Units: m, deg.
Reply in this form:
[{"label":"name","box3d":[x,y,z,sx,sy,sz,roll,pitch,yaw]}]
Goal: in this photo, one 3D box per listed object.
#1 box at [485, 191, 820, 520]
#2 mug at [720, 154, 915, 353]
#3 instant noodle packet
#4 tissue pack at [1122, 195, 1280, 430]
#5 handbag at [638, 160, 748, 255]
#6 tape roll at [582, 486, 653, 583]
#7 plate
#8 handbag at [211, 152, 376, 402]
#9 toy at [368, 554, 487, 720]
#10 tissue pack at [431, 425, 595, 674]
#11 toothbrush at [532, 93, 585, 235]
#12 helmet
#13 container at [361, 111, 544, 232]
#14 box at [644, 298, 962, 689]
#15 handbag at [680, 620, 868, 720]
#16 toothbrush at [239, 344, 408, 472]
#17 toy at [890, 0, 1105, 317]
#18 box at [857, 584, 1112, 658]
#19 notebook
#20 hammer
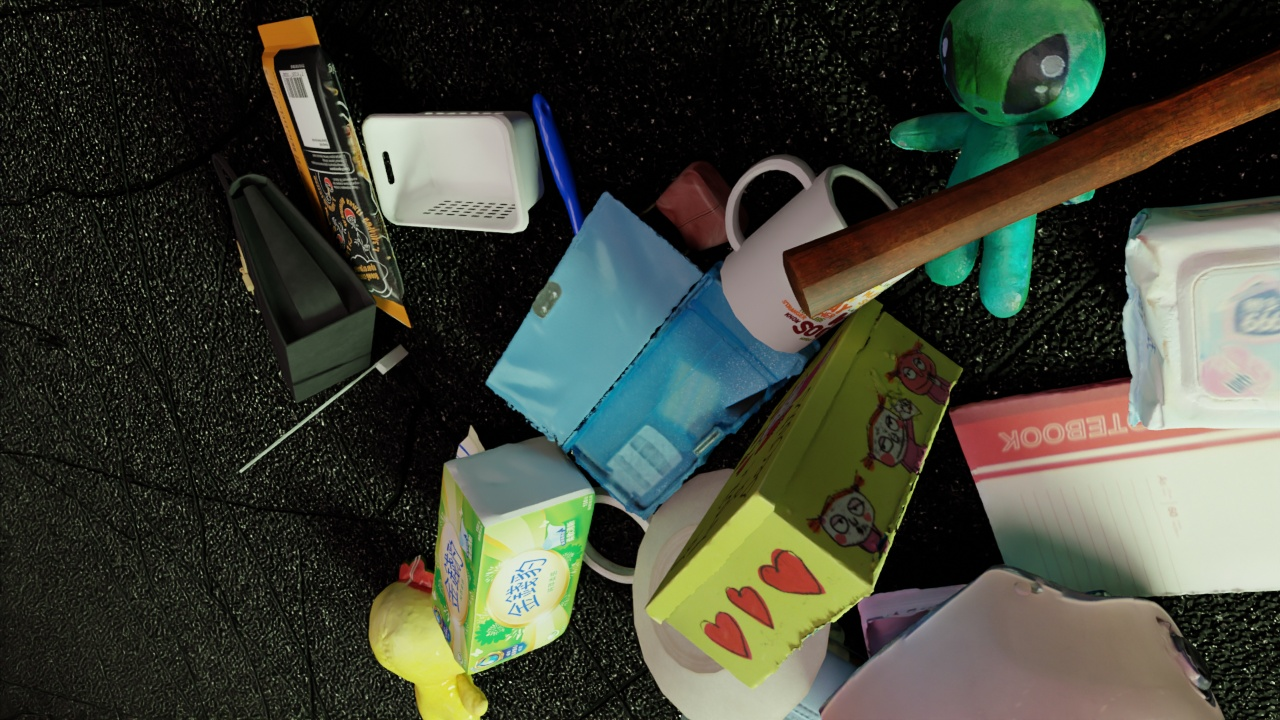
[{"label":"box","box3d":[-0.004,0.004,0.664,0.174,0.033,0.232,41,134,0]},{"label":"mug","box3d":[0.095,-0.070,0.544,0.105,0.073,0.090,48,130,-2]},{"label":"instant noodle packet","box3d":[-0.234,-0.142,0.697,0.160,0.032,0.221,25,133,53]},{"label":"tissue pack","box3d":[0.327,-0.025,0.427,0.182,0.069,0.112,-3,106,32]},{"label":"handbag","box3d":[0.015,-0.085,0.619,0.120,0.029,0.055,-27,106,44]},{"label":"tape roll","box3d":[-0.021,0.150,0.783,0.093,0.013,0.093,15,123,24]},{"label":"plate","box3d":[0.053,0.174,0.672,0.189,0.027,0.188,-13,72,44]},{"label":"handbag","box3d":[-0.300,-0.085,0.750,0.195,0.072,0.176,58,157,4]},{"label":"toy","box3d":[-0.216,0.303,0.942,0.134,0.092,0.208,2,120,34]},{"label":"tissue pack","box3d":[-0.128,0.147,0.795,0.141,0.120,0.198,47,131,39]},{"label":"toothbrush","box3d":[-0.046,-0.098,0.651,0.018,0.016,0.182,-1,117,37]},{"label":"helmet","box3d":[0.249,0.257,0.556,0.255,0.152,0.230,36,112,-25]},{"label":"container","box3d":[-0.127,-0.140,0.653,0.129,0.049,0.081,8,121,27]},{"label":"box","box3d":[0.100,0.067,0.528,0.081,0.220,0.125,39,132,7]},{"label":"handbag","box3d":[0.100,0.281,0.716,0.122,0.118,0.192,23,102,17]},{"label":"toothbrush","box3d":[-0.252,0.038,0.748,0.010,0.181,0.010,47,135,-5]},{"label":"toy","box3d":[0.188,-0.120,0.465,0.130,0.072,0.194,43,140,49]},{"label":"box","box3d":[0.252,0.248,0.648,0.159,0.035,0.230,-11,119,13]},{"label":"notebook","box3d":[0.308,0.075,0.542,0.209,0.012,0.153,-15,108,36]},{"label":"hammer","box3d":[0.204,-0.092,0.393,0.301,0.028,0.111,-23,102,4]}]
